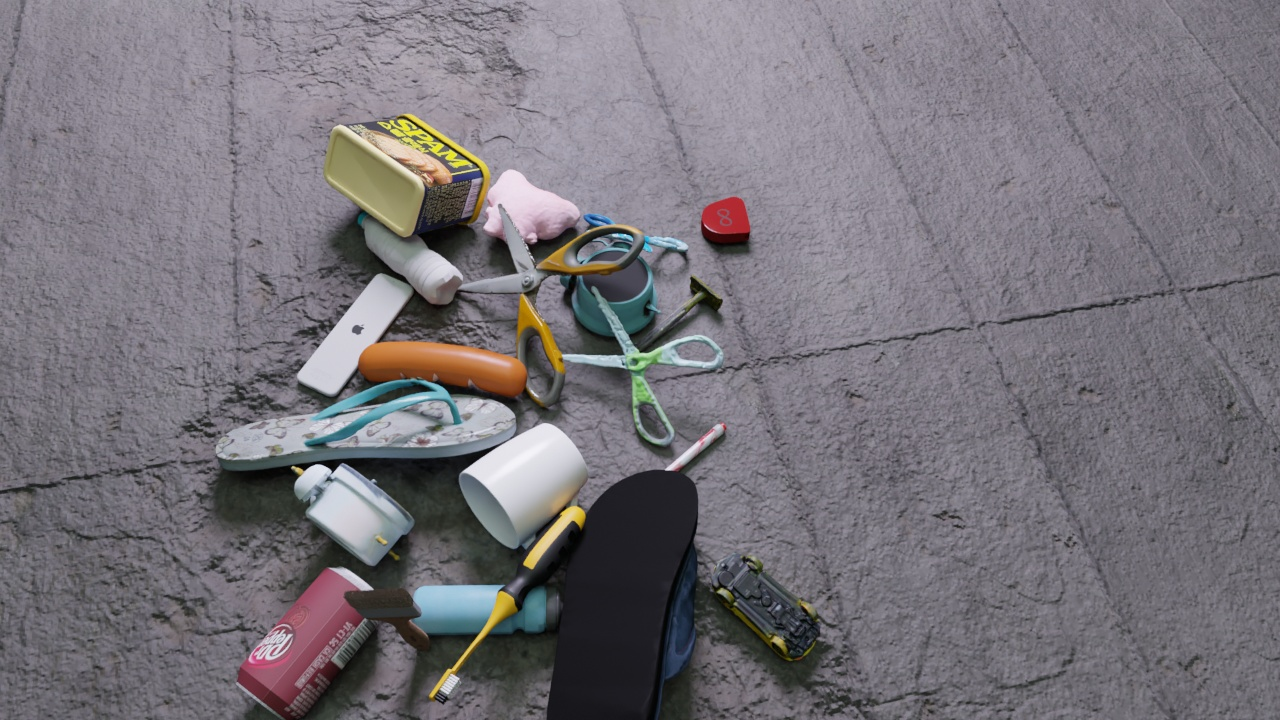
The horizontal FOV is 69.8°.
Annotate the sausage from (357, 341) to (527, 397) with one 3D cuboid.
[{"bbox_3d":[-0.190,0.006,0.881,0.164,0.044,0.039,6,17,4],"label":"sausage"}]

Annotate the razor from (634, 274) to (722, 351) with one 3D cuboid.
[{"bbox_3d":[0.034,-0.043,0.947,0.105,0.026,0.042,-40,71,-20],"label":"razor"}]

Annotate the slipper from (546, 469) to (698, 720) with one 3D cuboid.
[{"bbox_3d":[-0.005,0.213,0.760,0.109,0.083,0.264,-7,44,20],"label":"slipper"}]

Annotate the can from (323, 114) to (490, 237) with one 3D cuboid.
[{"bbox_3d":[-0.245,-0.194,0.959,0.135,0.075,0.104,35,32,16],"label":"can"}]

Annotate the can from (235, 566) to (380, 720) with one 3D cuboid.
[{"bbox_3d":[-0.263,0.226,0.737,0.063,0.063,0.113,30,62,13],"label":"can"}]

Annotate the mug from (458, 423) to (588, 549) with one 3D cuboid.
[{"bbox_3d":[-0.092,0.121,0.813,0.087,0.081,0.114,-36,99,-29],"label":"mug"}]

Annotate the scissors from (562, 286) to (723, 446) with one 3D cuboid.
[{"bbox_3d":[0.000,-0.001,0.885,0.166,0.024,0.171,-28,85,17],"label":"scissors"}]

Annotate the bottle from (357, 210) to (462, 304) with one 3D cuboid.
[{"bbox_3d":[-0.243,-0.111,0.951,0.136,0.044,0.044,40,64,19],"label":"bottle"}]

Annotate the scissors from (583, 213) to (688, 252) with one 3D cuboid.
[{"bbox_3d":[-0.015,-0.134,0.973,0.133,0.011,0.140,-5,27,-46],"label":"scissors"}]

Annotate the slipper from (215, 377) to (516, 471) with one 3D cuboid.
[{"bbox_3d":[-0.248,0.049,0.833,0.269,0.055,0.098,-6,24,-1],"label":"slipper"}]

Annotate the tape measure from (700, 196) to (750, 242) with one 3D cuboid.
[{"bbox_3d":[0.093,-0.156,1.019,0.051,0.019,0.058,-4,52,-4],"label":"tape measure"}]

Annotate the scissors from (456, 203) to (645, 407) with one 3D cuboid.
[{"bbox_3d":[-0.089,-0.072,0.905,0.230,0.016,0.225,-26,71,21],"label":"scissors"}]

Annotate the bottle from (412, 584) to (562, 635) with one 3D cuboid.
[{"bbox_3d":[-0.123,0.209,0.771,0.130,0.040,0.040,0,59,-4],"label":"bottle"}]

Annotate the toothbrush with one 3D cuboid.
[{"bbox_3d":[-0.104,0.192,0.741,0.031,0.031,0.196,22,52,24],"label":"toothbrush"}]

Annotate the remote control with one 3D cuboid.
[{"bbox_3d":[-0.284,-0.028,0.920,0.045,0.008,0.146,23,60,10],"label":"remote control"}]

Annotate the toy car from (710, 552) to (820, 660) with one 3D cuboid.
[{"bbox_3d":[0.107,0.211,0.793,0.107,0.030,0.049,41,66,16],"label":"toy car"}]

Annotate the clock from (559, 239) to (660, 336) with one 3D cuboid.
[{"bbox_3d":[-0.032,-0.082,0.946,0.090,0.053,0.124,-22,60,-17],"label":"clock"}]

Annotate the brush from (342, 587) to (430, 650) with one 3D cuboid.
[{"bbox_3d":[-0.183,0.203,0.710,0.045,0.143,0.008,-4,58,3],"label":"brush"}]

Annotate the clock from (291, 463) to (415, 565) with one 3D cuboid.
[{"bbox_3d":[-0.251,0.125,0.789,0.117,0.083,0.057,32,68,13],"label":"clock"}]

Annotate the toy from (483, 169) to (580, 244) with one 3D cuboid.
[{"bbox_3d":[-0.124,-0.157,0.985,0.102,0.050,0.093,27,58,8],"label":"toy"}]

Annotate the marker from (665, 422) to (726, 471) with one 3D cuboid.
[{"bbox_3d":[0.030,0.103,0.863,0.142,0.013,0.013,-38,68,-23],"label":"marker"}]
